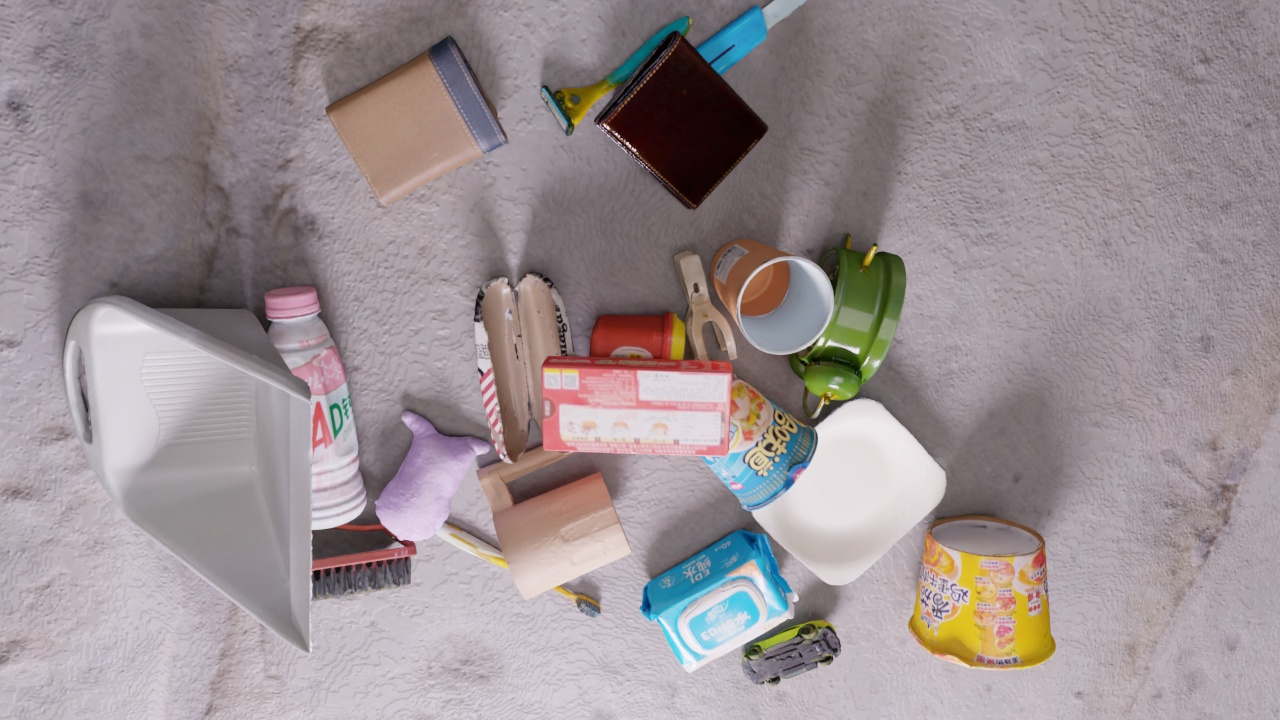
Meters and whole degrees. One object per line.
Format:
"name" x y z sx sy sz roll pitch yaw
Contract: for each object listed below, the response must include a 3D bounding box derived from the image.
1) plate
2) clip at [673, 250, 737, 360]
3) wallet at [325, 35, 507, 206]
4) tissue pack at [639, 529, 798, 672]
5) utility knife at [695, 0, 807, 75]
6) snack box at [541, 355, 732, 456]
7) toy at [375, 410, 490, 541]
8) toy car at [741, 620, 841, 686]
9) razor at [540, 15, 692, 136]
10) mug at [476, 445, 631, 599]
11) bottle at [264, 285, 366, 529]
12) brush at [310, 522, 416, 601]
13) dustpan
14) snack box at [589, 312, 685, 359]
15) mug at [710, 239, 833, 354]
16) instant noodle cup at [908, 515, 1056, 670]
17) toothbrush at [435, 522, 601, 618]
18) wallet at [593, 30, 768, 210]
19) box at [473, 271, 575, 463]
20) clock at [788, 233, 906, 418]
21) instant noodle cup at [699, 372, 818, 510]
"plate" 0.197 0.123 0.887 0.164 0.034 0.164 -44 113 6
"clip" 0.052 -0.045 0.814 0.035 0.083 0.104 -20 89 -2
"wallet" -0.173 -0.185 0.716 0.115 0.033 0.090 -29 109 1
"tissue pack" 0.077 0.233 0.889 0.140 0.063 0.090 -29 111 0
"utility knife" 0.062 -0.248 0.745 0.191 0.018 0.034 -37 111 2
"snack box" -0.003 0.037 0.744 0.153 0.025 0.075 2 111 3
"toy" -0.190 0.106 0.802 0.084 0.039 0.108 27 84 -17
"toy car" 0.153 0.298 0.944 0.105 0.032 0.048 -27 112 12
"razor" -0.015 -0.232 0.730 0.132 0.028 0.043 -34 81 5
"mug" -0.077 0.137 0.827 0.103 0.084 0.124 -22 85 -4
"bottle" -0.273 0.038 0.758 0.068 0.068 0.197 -6 106 -9
"brush" -0.272 0.175 0.809 0.145 0.063 0.069 -7 80 -9
"dustpan" -0.343 0.068 0.680 0.142 0.258 0.223 -6 120 -30
"snack box" -0.005 0.005 0.791 0.080 0.082 0.091 6 107 2
"mug" 0.100 -0.061 0.760 0.078 0.122 0.078 -4 109 -11
"instant noodle cup" 0.337 0.221 0.902 0.138 0.138 0.110 -4 102 -10
"toothbrush" -0.114 0.199 0.866 0.191 0.018 0.016 33 98 -19
"wallet" 0.036 -0.190 0.744 0.096 0.020 0.122 -46 127 12
"box" -0.087 0.007 0.776 0.088 0.076 0.163 -2 109 13
"clock" 0.173 -0.026 0.792 0.056 0.116 0.161 16 102 -4
"instant noodle cup" 0.087 0.062 0.821 0.110 0.099 0.099 43 97 -12
